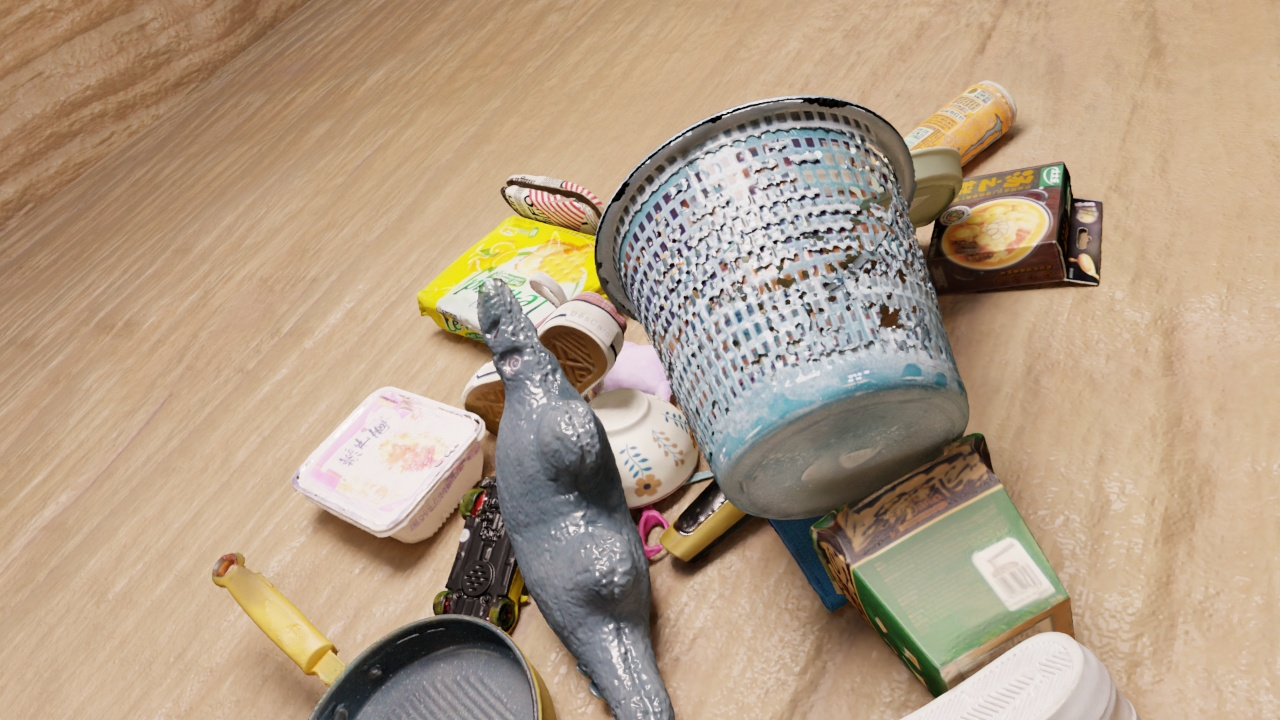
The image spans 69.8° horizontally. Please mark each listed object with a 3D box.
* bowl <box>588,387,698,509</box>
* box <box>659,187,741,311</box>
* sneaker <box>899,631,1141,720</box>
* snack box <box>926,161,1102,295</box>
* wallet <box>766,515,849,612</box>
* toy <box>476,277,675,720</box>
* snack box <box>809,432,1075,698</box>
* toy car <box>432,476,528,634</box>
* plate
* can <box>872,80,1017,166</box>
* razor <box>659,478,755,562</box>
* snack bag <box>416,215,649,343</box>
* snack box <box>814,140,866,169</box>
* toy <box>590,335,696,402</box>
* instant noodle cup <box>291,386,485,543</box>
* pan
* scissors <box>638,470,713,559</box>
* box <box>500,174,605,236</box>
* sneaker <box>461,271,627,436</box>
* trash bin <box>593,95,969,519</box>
[{"bbox_3d":[-0.014,0.063,0.751,0.113,0.062,0.113,-13,33,8],"label":"bowl"},{"bbox_3d":[0.073,-0.118,0.923,0.090,0.062,0.184,-21,39,7],"label":"box"},{"bbox_3d":[0.146,0.240,0.461,0.242,0.091,0.089,-41,5,13],"label":"sneaker"},{"bbox_3d":[0.318,-0.111,0.779,0.126,0.053,0.113,-7,42,33],"label":"snack box"},{"bbox_3d":[0.155,0.094,0.629,0.133,0.040,0.106,-30,62,-4],"label":"wallet"},{"bbox_3d":[-0.050,0.109,0.653,0.091,0.138,0.356,-17,71,-12],"label":"toy"},{"bbox_3d":[0.183,0.131,0.526,0.118,0.117,0.105,-31,42,1],"label":"snack box"},{"bbox_3d":[-0.118,0.161,0.730,0.071,0.041,0.155,-2,59,29],"label":"toy car"},{"bbox_3d":[0.160,-0.098,0.753,0.230,0.230,0.027,-26,78,3],"label":"plate"},{"bbox_3d":[0.295,-0.211,0.895,0.146,0.058,0.058,-37,38,-12],"label":"can"},{"bbox_3d":[0.082,0.086,0.684,0.167,0.067,0.062,-41,39,-7],"label":"razor"},{"bbox_3d":[-0.117,-0.072,0.980,0.247,0.068,0.157,21,58,45],"label":"snack bag"},{"bbox_3d":[0.169,-0.163,0.884,0.074,0.052,0.174,-5,25,28],"label":"snack box"},{"bbox_3d":[-0.005,0.005,0.845,0.108,0.039,0.083,0,50,40],"label":"toy"},{"bbox_3d":[-0.224,0.103,0.852,0.174,0.060,0.137,12,52,41],"label":"instant noodle cup"},{"bbox_3d":[-0.208,0.235,0.652,0.358,0.078,0.197,23,65,42],"label":"pan"},{"bbox_3d":[-0.003,0.110,0.744,0.133,0.017,0.133,-15,34,10],"label":"scissors"},{"bbox_3d":[-0.099,-0.169,1.027,0.060,0.072,0.164,-39,36,-26],"label":"box"},{"bbox_3d":[-0.077,0.000,0.796,0.242,0.118,0.087,-39,15,51],"label":"sneaker"},{"bbox_3d":[0.098,-0.016,0.582,0.227,0.226,0.194,-21,56,9],"label":"trash bin"}]
